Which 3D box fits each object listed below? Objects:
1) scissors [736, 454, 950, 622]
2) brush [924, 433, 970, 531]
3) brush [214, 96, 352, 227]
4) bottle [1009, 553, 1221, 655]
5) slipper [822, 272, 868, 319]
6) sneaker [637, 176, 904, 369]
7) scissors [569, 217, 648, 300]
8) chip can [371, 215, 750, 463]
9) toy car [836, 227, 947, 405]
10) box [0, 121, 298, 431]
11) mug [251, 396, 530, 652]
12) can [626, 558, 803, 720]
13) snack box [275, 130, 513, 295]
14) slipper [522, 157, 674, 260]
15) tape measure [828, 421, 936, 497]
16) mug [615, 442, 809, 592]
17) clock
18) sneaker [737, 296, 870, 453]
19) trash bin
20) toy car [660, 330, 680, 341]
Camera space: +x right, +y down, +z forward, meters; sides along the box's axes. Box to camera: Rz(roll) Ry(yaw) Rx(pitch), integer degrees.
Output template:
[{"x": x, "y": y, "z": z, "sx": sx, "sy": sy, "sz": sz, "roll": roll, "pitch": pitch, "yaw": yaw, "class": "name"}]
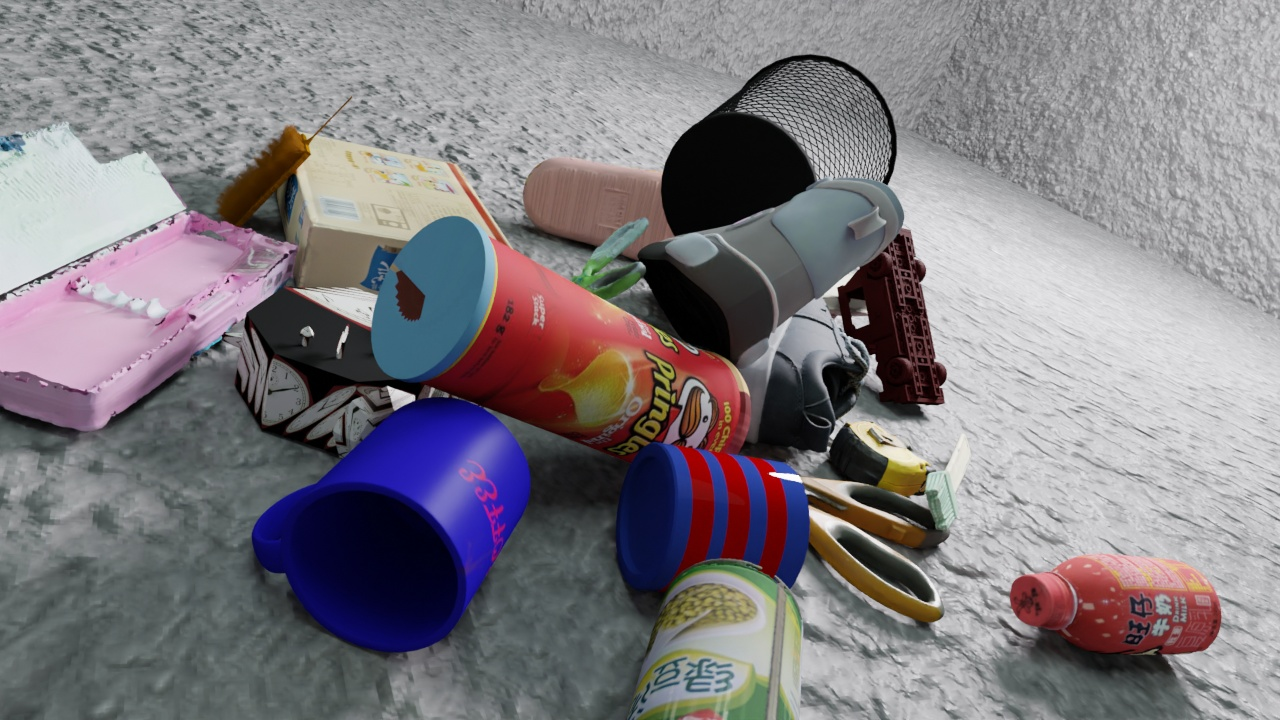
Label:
[{"x": 0.110, "y": 0.088, "z": 0.608, "sx": 0.225, "sy": 0.016, "sz": 0.174, "roll": 33, "pitch": 26, "yaw": 26, "class": "scissors"}, {"x": 0.233, "y": 0.083, "z": 0.681, "sx": 0.012, "sy": 0.033, "sz": 0.217, "roll": -15, "pitch": 0, "yaw": 26, "class": "brush"}, {"x": -0.269, "y": -0.154, "z": 0.689, "sx": 0.017, "sy": 0.126, "sz": 0.048, "roll": 42, "pitch": 8, "yaw": -39, "class": "brush"}, {"x": 0.288, "y": 0.150, "z": 0.566, "sx": 0.137, "sy": 0.062, "sz": 0.062, "roll": 8, "pitch": 27, "yaw": -24, "class": "bottle"}, {"x": 0.128, "y": -0.060, "z": 0.891, "sx": 0.273, "sy": 0.054, "sz": 0.114, "roll": 2, "pitch": 30, "yaw": -31, "class": "slipper"}, {"x": 0.089, "y": -0.078, "z": 0.670, "sx": 0.093, "sy": 0.160, "sz": 0.256, "roll": 59, "pitch": -1, "yaw": -10, "class": "sneaker"}, {"x": -0.045, "y": -0.057, "z": 0.684, "sx": 0.172, "sy": 0.021, "sz": 0.172, "roll": -1, "pitch": 43, "yaw": 53, "class": "scissors"}, {"x": -0.032, "y": 0.004, "z": 0.498, "sx": 0.213, "sy": 0.087, "sz": 0.087, "roll": 27, "pitch": 13, "yaw": -46, "class": "chip can"}, {"x": 0.230, "y": -0.038, "z": 0.852, "sx": 0.070, "sy": 0.062, "sz": 0.169, "roll": 5, "pitch": 72, "yaw": -37, "class": "toy car"}, {"x": -0.309, "y": -0.055, "z": 0.517, "sx": 0.161, "sy": 0.062, "sz": 0.230, "roll": 38, "pitch": 22, "yaw": -11, "class": "box"}, {"x": -0.114, "y": 0.069, "z": 0.404, "sx": 0.111, "sy": 0.079, "sz": 0.083, "roll": -4, "pitch": 20, "yaw": 14, "class": "mug"}, {"x": 0.030, "y": 0.140, "z": 0.368, "sx": 0.067, "sy": 0.067, "sz": 0.120, "roll": 22, "pitch": 23, "yaw": 3, "class": "can"}, {"x": -0.202, "y": -0.114, "z": 0.735, "sx": 0.153, "sy": 0.055, "sz": 0.207, "roll": 6, "pitch": 27, "yaw": -30, "class": "snack box"}, {"x": -0.025, "y": -0.159, "z": 0.943, "sx": 0.197, "sy": 0.093, "sz": 0.081, "roll": 13, "pitch": 14, "yaw": -16, "class": "slipper"}, {"x": 0.175, "y": 0.070, "z": 0.671, "sx": 0.064, "sy": 0.037, "sz": 0.065, "roll": 8, "pitch": 27, "yaw": -29, "class": "tape measure"}, {"x": 0.029, "y": 0.084, "z": 0.497, "sx": 0.076, "sy": 0.075, "sz": 0.112, "roll": 11, "pitch": 0, "yaw": -22, "class": "mug"}, {"x": -0.147, "y": 0.005, "z": 0.513, "sx": 0.155, "sy": 0.065, "sz": 0.114, "roll": 28, "pitch": 25, "yaw": 18, "class": "clock"}, {"x": 0.132, "y": 0.003, "z": 0.711, "sx": 0.087, "sy": 0.089, "sz": 0.234, "roll": 13, "pitch": 27, "yaw": 15, "class": "sneaker"}, {"x": 0.128, "y": -0.181, "z": 0.871, "sx": 0.184, "sy": 0.184, "sz": 0.209, "roll": 27, "pitch": 34, "yaw": 14, "class": "trash bin"}, {"x": -0.004, "y": 0.004, "z": 0.645, "sx": 0.056, "sy": 0.055, "sz": 0.153, "roll": 32, "pitch": 26, "yaw": 24, "class": "toy car"}]
